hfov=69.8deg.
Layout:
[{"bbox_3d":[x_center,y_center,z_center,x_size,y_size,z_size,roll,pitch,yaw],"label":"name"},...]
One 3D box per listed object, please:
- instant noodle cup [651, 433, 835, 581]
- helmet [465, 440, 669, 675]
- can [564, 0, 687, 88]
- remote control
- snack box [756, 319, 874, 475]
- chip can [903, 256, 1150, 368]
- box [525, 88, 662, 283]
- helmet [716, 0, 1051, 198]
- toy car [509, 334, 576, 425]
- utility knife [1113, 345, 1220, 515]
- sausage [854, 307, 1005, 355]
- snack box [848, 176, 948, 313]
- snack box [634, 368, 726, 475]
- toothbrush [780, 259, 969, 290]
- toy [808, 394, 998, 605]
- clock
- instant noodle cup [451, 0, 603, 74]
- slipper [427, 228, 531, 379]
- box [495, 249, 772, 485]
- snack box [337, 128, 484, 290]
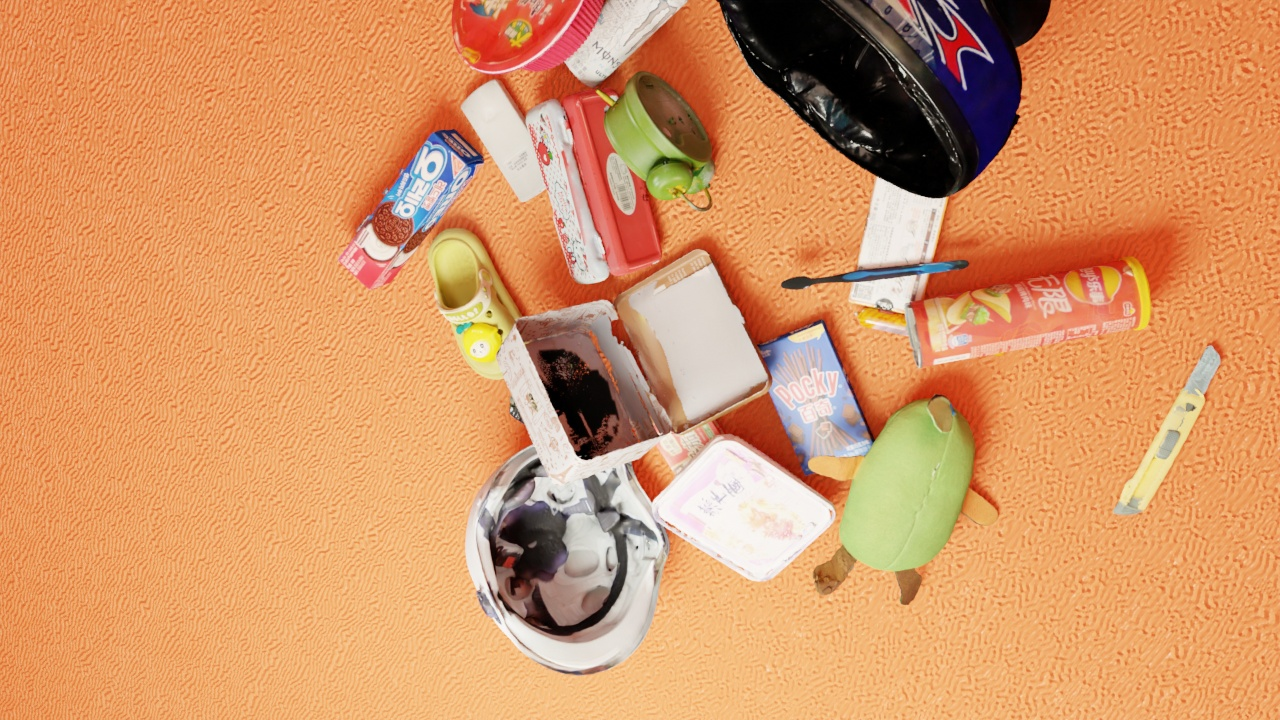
[{"bbox_3d":[0.113,0.155,1.025,0.173,0.060,0.138,35,113,-16],"label":"instant noodle cup"},{"bbox_3d":[-0.099,0.222,1.062,0.146,0.228,0.258,-16,94,61],"label":"helmet"},{"bbox_3d":[-0.016,-0.356,0.965,0.147,0.058,0.058,-38,90,21],"label":"can"},{"bbox_3d":[-0.149,-0.252,1.050,0.056,0.019,0.135,-32,93,21],"label":"remote control"},{"bbox_3d":[0.192,0.042,1.015,0.085,0.026,0.157,-22,96,19],"label":"snack box"},{"bbox_3d":[0.376,-0.044,0.904,0.217,0.073,0.073,-12,99,12],"label":"chip can"},{"bbox_3d":[-0.060,-0.189,1.014,0.102,0.095,0.201,-6,104,45],"label":"box"},{"bbox_3d":[0.235,-0.328,0.803,0.315,0.247,0.240,44,85,0],"label":"helmet"},{"bbox_3d":[-0.114,0.024,1.098,0.054,0.036,0.121,27,99,10],"label":"toy car"},{"bbox_3d":[0.536,0.076,0.930,0.031,0.020,0.195,20,103,5],"label":"utility knife"},{"bbox_3d":[0.307,-0.031,0.966,0.165,0.021,0.021,14,106,13],"label":"sausage"},{"bbox_3d":[0.269,-0.128,0.952,0.075,0.026,0.154,13,106,13],"label":"snack box"},{"bbox_3d":[0.052,0.082,1.067,0.075,0.025,0.153,-31,93,20],"label":"snack box"},{"bbox_3d":[0.240,-0.089,0.950,0.190,0.016,0.014,-6,93,16],"label":"toothbrush"},{"bbox_3d":[0.281,0.147,0.979,0.227,0.090,0.247,16,104,-15],"label":"toy"},{"bbox_3d":[0.026,-0.224,0.956,0.056,0.115,0.161,-35,88,32],"label":"clock"},{"bbox_3d":[-0.107,-0.377,0.956,0.194,0.065,0.193,-10,73,33],"label":"instant noodle cup"},{"bbox_3d":[-0.203,-0.063,1.081,0.092,0.081,0.190,-22,93,22],"label":"slipper"},{"bbox_3d":[-0.009,0.009,1.010,0.272,0.130,0.179,-23,75,-7],"label":"box"},{"bbox_3d":[-0.272,-0.178,1.085,0.058,0.057,0.208,43,110,0],"label":"snack box"}]
